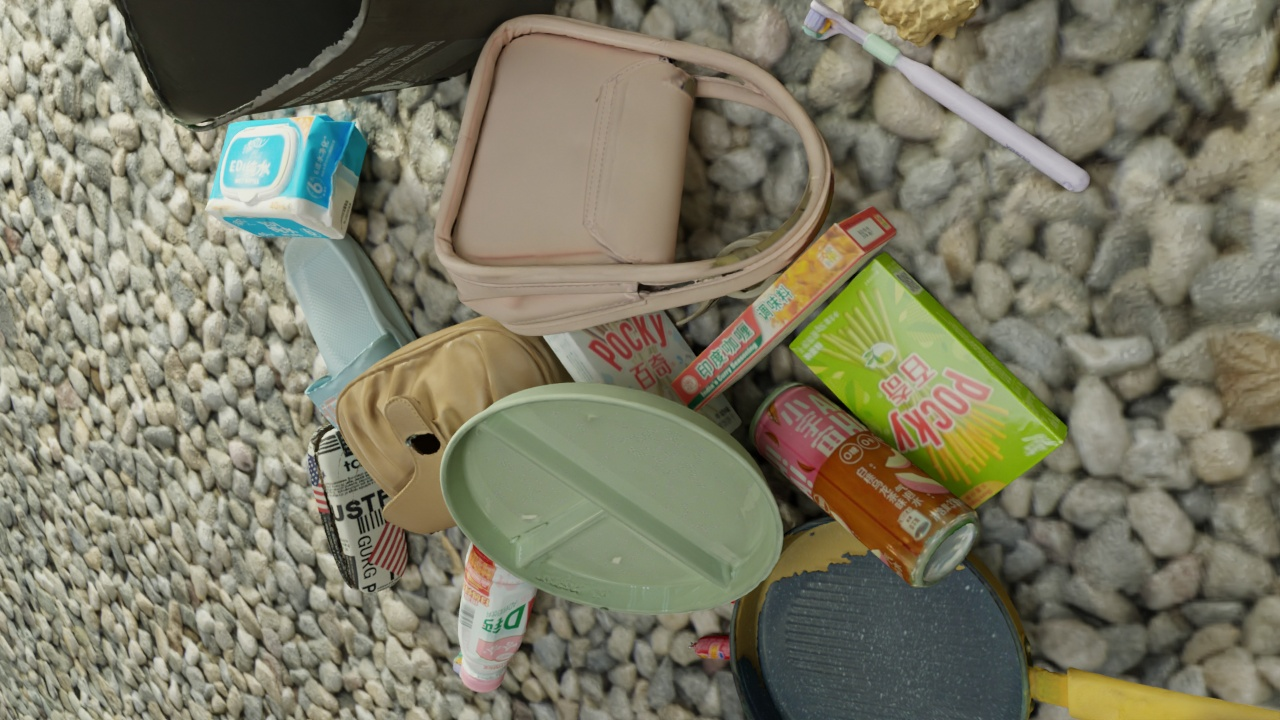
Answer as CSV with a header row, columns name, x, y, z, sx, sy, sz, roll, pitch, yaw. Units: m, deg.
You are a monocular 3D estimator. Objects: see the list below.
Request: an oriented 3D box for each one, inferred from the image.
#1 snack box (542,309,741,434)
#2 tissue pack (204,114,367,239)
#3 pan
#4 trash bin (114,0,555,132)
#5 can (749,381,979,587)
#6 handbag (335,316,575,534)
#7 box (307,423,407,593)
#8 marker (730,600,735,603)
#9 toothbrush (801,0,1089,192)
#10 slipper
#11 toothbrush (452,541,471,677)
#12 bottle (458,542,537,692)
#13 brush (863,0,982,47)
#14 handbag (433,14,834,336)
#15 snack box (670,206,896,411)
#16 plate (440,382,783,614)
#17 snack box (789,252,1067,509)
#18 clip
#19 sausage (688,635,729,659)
name,x,y,z,sx,sy,sz,roll,pitch,yaw
snack box,-0.004,0.004,0.643,0.157,0.084,0.027,55,141,4
tissue pack,-0.293,-0.152,0.758,0.140,0.063,0.090,6,80,30
pan,0.213,0.193,0.551,0.358,0.078,0.197,-4,87,33
trash bin,-0.186,-0.264,0.583,0.199,0.219,0.198,-13,98,32
can,0.136,0.074,0.573,0.147,0.057,0.058,41,124,39
handbag,-0.132,0.050,0.685,0.205,0.099,0.148,-21,98,30
box,-0.274,0.138,0.857,0.076,0.075,0.164,0,108,35
marker,0.130,0.169,0.661,0.145,0.017,0.017,-9,101,32
toothbrush,0.174,-0.152,0.529,0.189,0.029,0.021,38,83,13
slipper,-0.246,-0.001,0.791,0.104,0.074,0.245,-24,91,33
toothbrush,-0.154,0.208,0.838,0.020,0.029,0.190,3,112,-15
bottle,-0.122,0.206,0.793,0.068,0.068,0.197,26,121,21
brush,0.091,-0.257,0.522,0.255,0.045,0.083,30,122,13
handbag,0.002,-0.115,0.574,0.234,0.093,0.193,3,71,14
snack box,0.090,-0.031,0.583,0.027,0.076,0.156,49,123,8
plate,-0.020,0.097,0.611,0.230,0.027,0.231,7,135,7
snack box,0.178,0.016,0.578,0.156,0.026,0.086,47,123,8
clip,0.055,-0.067,0.621,0.104,0.034,0.076,-6,105,40
sausage,0.104,0.216,0.691,0.156,0.020,0.020,-12,99,33
